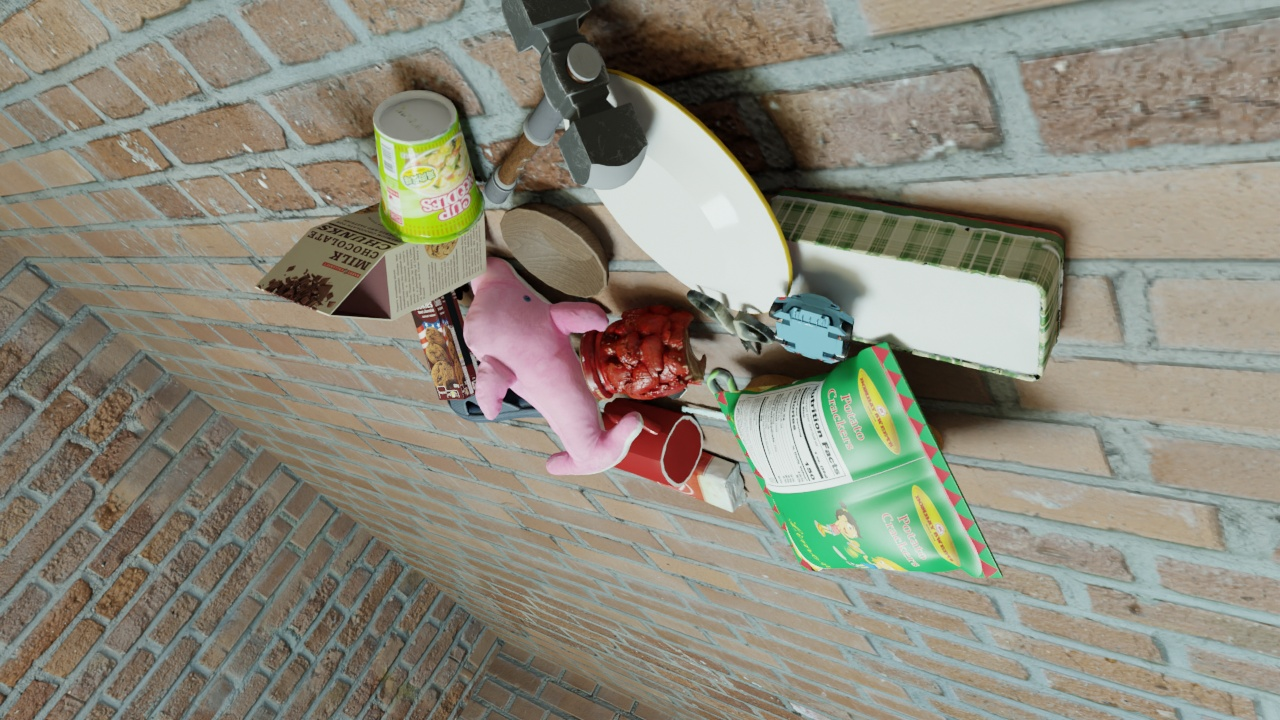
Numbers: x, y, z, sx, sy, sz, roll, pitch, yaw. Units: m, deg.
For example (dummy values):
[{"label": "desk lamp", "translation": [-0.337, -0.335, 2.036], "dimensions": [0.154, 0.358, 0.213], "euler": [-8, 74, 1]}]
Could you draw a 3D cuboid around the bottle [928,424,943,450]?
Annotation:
[{"label": "bottle", "translation": [0.238, 0.092, 0.833], "dimensions": [0.063, 0.063, 0.109], "euler": [28, 155, 9]}]

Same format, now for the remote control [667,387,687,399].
[{"label": "remote control", "translation": [-0.006, 0.006, 1.013], "dimensions": [0.124, 0.011, 0.028], "euler": [32, 154, -1]}]

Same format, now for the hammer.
[{"label": "hammer", "translation": [-0.090, -0.172, 0.733], "dimensions": [0.156, 0.043, 0.323], "euler": [67, 159, -2]}]

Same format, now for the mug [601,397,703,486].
[{"label": "mug", "translation": [0.004, 0.086, 1.061], "dimensions": [0.097, 0.080, 0.116], "euler": [14, 156, 34]}]

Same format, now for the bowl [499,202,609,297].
[{"label": "bowl", "translation": [-0.075, -0.109, 0.865], "dimensions": [0.118, 0.030, 0.118], "euler": [26, 154, 14]}]

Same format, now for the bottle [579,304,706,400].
[{"label": "bottle", "translation": [0.007, -0.005, 0.890], "dimensions": [0.111, 0.098, 0.099], "euler": [-14, 136, 18]}]

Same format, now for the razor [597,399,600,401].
[{"label": "razor", "translation": [-0.094, 0.024, 1.136], "dimensions": [0.106, 0.026, 0.042], "euler": [14, 152, 41]}]

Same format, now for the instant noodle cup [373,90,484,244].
[{"label": "instant noodle cup", "translation": [-0.193, -0.175, 0.818], "dimensions": [0.099, 0.098, 0.108], "euler": [25, 146, 14]}]

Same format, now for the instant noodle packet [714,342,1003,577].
[{"label": "instant noodle packet", "translation": [0.171, 0.097, 0.787], "dimensions": [0.195, 0.090, 0.253], "euler": [63, 153, -2]}]

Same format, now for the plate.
[{"label": "plate", "translation": [0.018, -0.116, 0.692], "dimensions": [0.230, 0.021, 0.230], "euler": [41, 164, 14]}]

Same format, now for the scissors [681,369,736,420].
[{"label": "scissors", "translation": [0.116, 0.068, 0.984], "dimensions": [0.172, 0.021, 0.171], "euler": [7, 147, 33]}]

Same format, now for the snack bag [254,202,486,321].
[{"label": "snack bag", "translation": [-0.251, -0.093, 0.877], "dimensions": [0.094, 0.205, 0.070], "euler": [19, 123, 26]}]

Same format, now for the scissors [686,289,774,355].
[{"label": "scissors", "translation": [0.094, -0.019, 0.792], "dimensions": [0.169, 0.012, 0.133], "euler": [35, 174, -41]}]

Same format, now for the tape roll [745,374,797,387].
[{"label": "tape roll", "translation": [0.141, 0.056, 0.903], "dimensions": [0.094, 0.027, 0.094], "euler": [21, 144, 16]}]

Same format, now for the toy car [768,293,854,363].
[{"label": "toy car", "translation": [0.129, -0.027, 0.679], "dimensions": [0.060, 0.027, 0.108], "euler": [17, 170, 14]}]

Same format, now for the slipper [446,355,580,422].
[{"label": "slipper", "translation": [-0.164, 0.017, 1.113], "dimensions": [0.264, 0.101, 0.082], "euler": [0, 141, 43]}]

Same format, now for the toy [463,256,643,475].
[{"label": "toy", "translation": [-0.118, 0.016, 0.970], "dimensions": [0.187, 0.127, 0.265], "euler": [-29, 96, 38]}]

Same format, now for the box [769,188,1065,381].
[{"label": "box", "translation": [0.187, -0.055, 0.651], "dimensions": [0.206, 0.050, 0.118], "euler": [16, 154, 33]}]

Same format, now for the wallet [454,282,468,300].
[{"label": "wallet", "translation": [-0.240, -0.123, 1.045], "dimensions": [0.091, 0.018, 0.116], "euler": [28, 151, 8]}]

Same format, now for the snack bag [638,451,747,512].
[{"label": "snack bag", "translation": [0.024, 0.127, 1.163], "dimensions": [0.225, 0.041, 0.077], "euler": [19, 149, 28]}]

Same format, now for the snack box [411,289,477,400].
[{"label": "snack box", "translation": [-0.228, -0.026, 1.066], "dimensions": [0.051, 0.031, 0.141], "euler": [-3, 107, 44]}]
